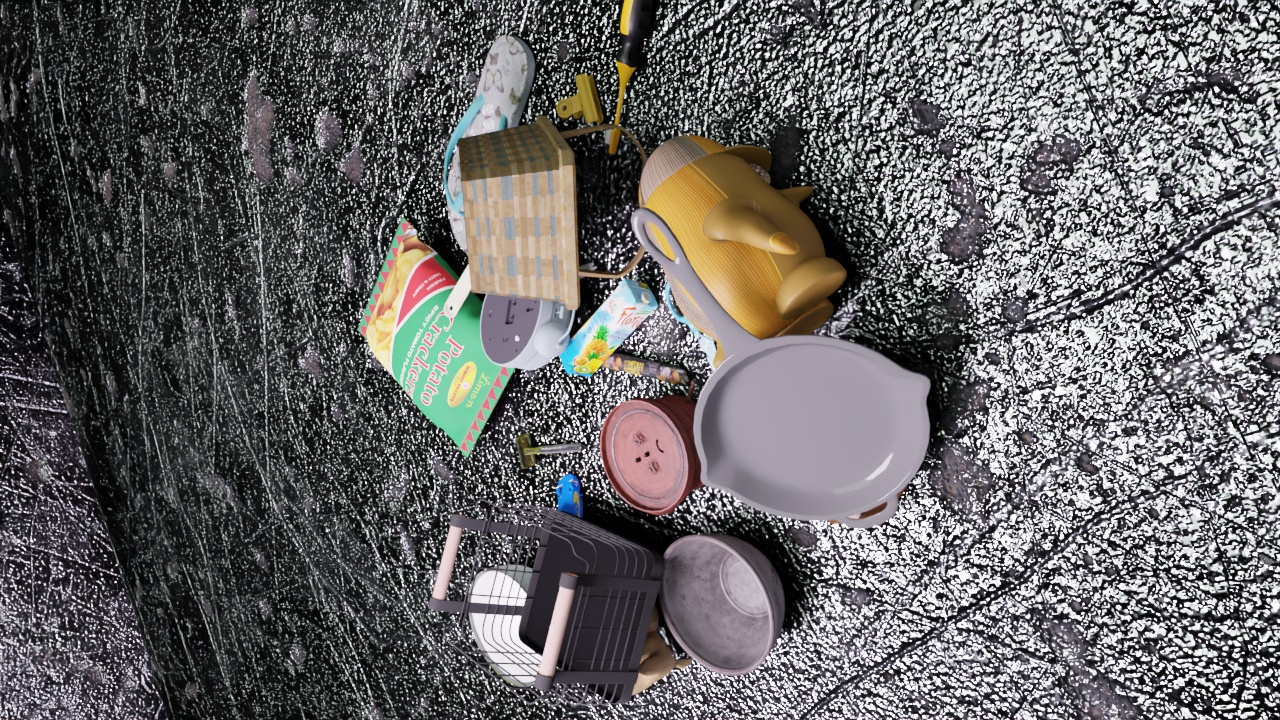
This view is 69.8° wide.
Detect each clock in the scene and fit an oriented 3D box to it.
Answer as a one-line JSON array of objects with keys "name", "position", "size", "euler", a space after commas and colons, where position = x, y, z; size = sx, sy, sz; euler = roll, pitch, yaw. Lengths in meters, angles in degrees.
[{"name": "clock", "position": [-0.121, -0.051, 1.021], "size": [0.160, 0.045, 0.122], "euler": [-1, 79, 49]}, {"name": "clock", "position": [0.015, 0.098, 0.966], "size": [0.158, 0.072, 0.120], "euler": [-38, 75, 41]}]

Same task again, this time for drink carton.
[{"name": "drink carton", "position": [-0.036, -0.035, 0.986], "size": [0.129, 0.044, 0.038], "euler": [-45, 54, 29]}]

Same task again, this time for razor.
[{"name": "razor", "position": [-0.109, 0.108, 1.120], "size": [0.106, 0.026, 0.042], "euler": [-8, 93, 39]}]

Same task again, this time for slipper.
[{"name": "slipper", "position": [-0.196, -0.253, 1.086], "size": [0.098, 0.054, 0.269], "euler": [39, 123, 32]}]

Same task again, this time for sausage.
[{"name": "sausage", "position": [-0.006, 0.006, 0.999], "size": [0.155, 0.020, 0.020], "euler": [13, 109, 40]}]

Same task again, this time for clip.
[{"name": "clip", "position": [-0.061, -0.275, 0.985], "size": [0.047, 0.039, 0.053], "euler": [-14, 93, 39]}]

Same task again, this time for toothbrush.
[{"name": "toothbrush", "position": [-0.013, -0.303, 0.922], "size": [0.031, 0.031, 0.197], "euler": [29, 124, 28]}]

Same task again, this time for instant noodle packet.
[{"name": "instant noodle packet", "position": [-0.264, -0.029, 1.177], "size": [0.252, 0.090, 0.196], "euler": [45, 124, 20]}]

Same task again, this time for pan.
[{"name": "pan", "position": [0.105, 0.012, 0.756], "size": [0.217, 0.024, 0.354], "euler": [-29, 114, 27]}]

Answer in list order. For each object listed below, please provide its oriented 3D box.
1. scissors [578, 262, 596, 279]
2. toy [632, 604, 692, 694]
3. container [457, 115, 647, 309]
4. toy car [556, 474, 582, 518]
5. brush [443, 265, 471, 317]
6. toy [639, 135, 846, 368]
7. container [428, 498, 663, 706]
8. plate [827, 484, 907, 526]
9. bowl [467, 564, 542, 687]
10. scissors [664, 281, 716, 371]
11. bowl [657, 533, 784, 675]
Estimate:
[{"name": "scissors", "position": [-0.101, -0.079, 1.064], "size": [0.129, 0.019, 0.138], "euler": [40, 117, 37]}, {"name": "toy", "position": [-0.006, 0.309, 1.030], "size": [0.108, 0.105, 0.134], "euler": [58, 136, 30]}, {"name": "container", "position": [-0.084, -0.156, 0.929], "size": [0.249, 0.186, 0.158], "euler": [-117, 24, -65]}, {"name": "toy car", "position": [-0.069, 0.189, 1.110], "size": [0.033, 0.061, 0.091], "euler": [-30, 50, 41]}, {"name": "brush", "position": [-0.175, -0.142, 1.076], "size": [0.033, 0.012, 0.218], "euler": [40, 106, 28]}, {"name": "toy", "position": [0.082, -0.113, 0.817], "size": [0.203, 0.162, 0.199], "euler": [57, 171, 19]}, {"name": "container", "position": [-0.104, 0.250, 0.973], "size": [0.242, 0.130, 0.162], "euler": [10, 85, 51]}, {"name": "plate", "position": [0.181, 0.095, 0.845], "size": [0.131, 0.025, 0.131], "euler": [13, 109, 40]}, {"name": "bowl", "position": [-0.147, 0.329, 1.175], "size": [0.154, 0.072, 0.153], "euler": [13, 110, 40]}, {"name": "scissors", "position": [0.068, -0.026, 0.932], "size": [0.063, 0.015, 0.138], "euler": [-25, 90, 40]}, {"name": "bowl", "position": [0.093, 0.238, 0.935], "size": [0.145, 0.067, 0.145], "euler": [13, 109, 40]}]
